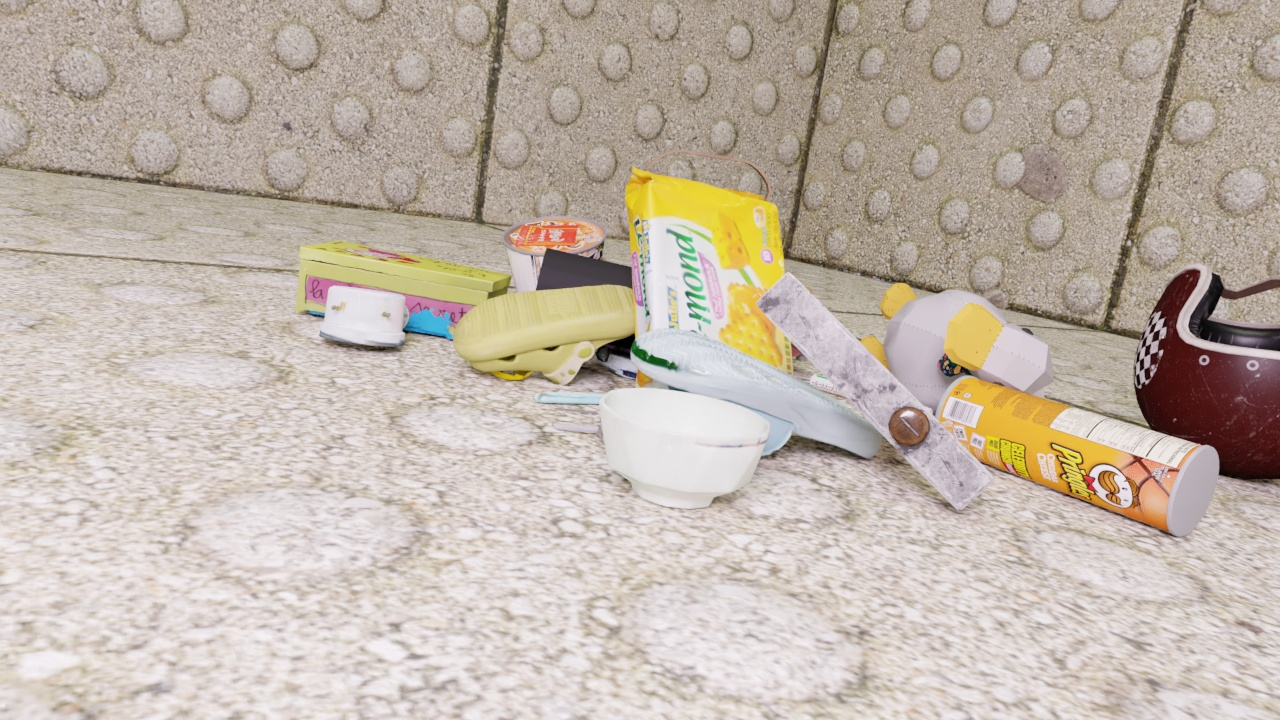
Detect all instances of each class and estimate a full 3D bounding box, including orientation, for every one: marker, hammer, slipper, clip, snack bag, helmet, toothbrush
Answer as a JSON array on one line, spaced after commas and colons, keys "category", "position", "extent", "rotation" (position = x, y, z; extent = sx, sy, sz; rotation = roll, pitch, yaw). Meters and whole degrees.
[{"category": "marker", "position": [0.259, 0.041, 1.039], "extent": [0.146, 0.017, 0.017], "rotation": [17, 14, 38]}, {"category": "hammer", "position": [0.205, 0.022, 0.829], "extent": [0.217, 0.037, 0.300], "rotation": [47, 9, 9]}, {"category": "slipper", "position": [0.099, 0.043, 0.769], "extent": [0.245, 0.074, 0.104], "rotation": [22, 10, -27]}, {"category": "slipper", "position": [-0.085, -0.022, 0.894], "extent": [0.190, 0.082, 0.091], "rotation": [-11, 36, -10]}, {"category": "clip", "position": [-0.017, 0.059, 0.737], "extent": [0.101, 0.046, 0.056], "rotation": [5, 7, -16]}, {"category": "snack bag", "position": [0.062, -0.058, 0.871], "extent": [0.159, 0.247, 0.068], "rotation": [5, -16, -29]}, {"category": "helmet", "position": [0.653, -0.002, 0.955], "extent": [0.233, 0.253, 0.234], "rotation": [15, -13, 2]}, {"category": "toothbrush", "position": [-0.016, 0.034, 0.856], "extent": [0.180, 0.016, 0.016], "rotation": [1, 15, -32]}]

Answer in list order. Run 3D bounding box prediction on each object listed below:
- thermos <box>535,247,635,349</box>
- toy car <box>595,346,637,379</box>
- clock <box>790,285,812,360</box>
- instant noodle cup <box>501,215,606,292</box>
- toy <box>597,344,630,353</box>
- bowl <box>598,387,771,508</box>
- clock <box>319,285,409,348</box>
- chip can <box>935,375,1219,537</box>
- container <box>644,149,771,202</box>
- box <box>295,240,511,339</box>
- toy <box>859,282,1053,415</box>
[{"category": "thermos", "position": [-0.011, -0.056, 0.972], "extent": [0.198, 0.086, 0.086], "rotation": [12, 11, -4]}, {"category": "toy car", "position": [-0.006, 0.006, 0.974], "extent": [0.090, 0.027, 0.038], "rotation": [16, 8, 23]}, {"category": "clock", "position": [0.169, -0.031, 1.137], "extent": [0.117, 0.081, 0.158], "rotation": [-19, 12, 6]}, {"category": "instant noodle cup", "position": [-0.101, -0.096, 1.110], "extent": [0.123, 0.122, 0.123], "rotation": [-1, 29, 0]}, {"category": "toy", "position": [-0.023, -0.025, 1.046], "extent": [0.106, 0.056, 0.088], "rotation": [45, 14, 4]}, {"category": "bowl", "position": [0.026, 0.062, 0.621], "extent": [0.117, 0.061, 0.117], "rotation": [8, 11, -2]}, {"category": "clock", "position": [-0.279, -0.044, 0.931], "extent": [0.083, 0.057, 0.117], "rotation": [7, 4, -12]}, {"category": "chip can", "position": [0.368, 0.076, 0.795], "extent": [0.075, 0.075, 0.215], "rotation": [1, 14, -37]}, {"category": "container", "position": [0.073, -0.159, 1.127], "extent": [0.157, 0.186, 0.250], "rotation": [7, 11, -7]}, {"category": "box", "position": [-0.269, -0.081, 1.066], "extent": [0.221, 0.082, 0.124], "rotation": [9, 11, 4]}, {"category": "toy", "position": [0.355, -0.004, 1.000], "extent": [0.246, 0.141, 0.268], "rotation": [28, 0, -28]}]
